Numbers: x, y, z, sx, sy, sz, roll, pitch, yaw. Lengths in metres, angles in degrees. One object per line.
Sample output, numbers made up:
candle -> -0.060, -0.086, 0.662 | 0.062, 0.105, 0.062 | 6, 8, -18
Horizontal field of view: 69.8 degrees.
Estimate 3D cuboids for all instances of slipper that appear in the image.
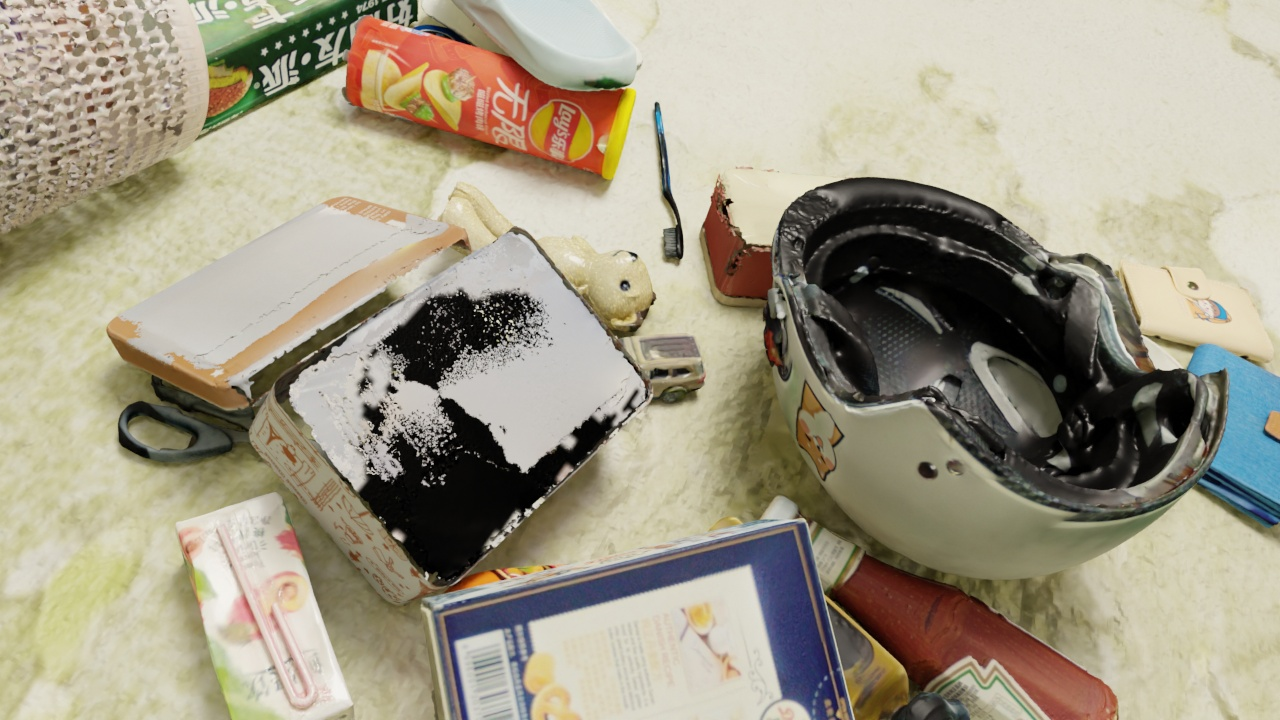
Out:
slipper -> -0.079, -0.286, 0.702 | 0.103, 0.074, 0.245 | -11, 48, -31

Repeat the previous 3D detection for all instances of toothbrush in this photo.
toothbrush -> 0.019, -0.149, 0.736 | 0.016, 0.014, 0.189 | -11, 51, 7

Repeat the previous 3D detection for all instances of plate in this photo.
plate -> -0.089, -0.302, 0.803 | 0.164, 0.034, 0.163 | 40, 45, 19

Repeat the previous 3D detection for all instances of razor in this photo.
razor -> 0.097, 0.148, 0.481 | 0.062, 0.068, 0.167 | -38, 69, -21

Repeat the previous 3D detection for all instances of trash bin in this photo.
trash bin -> -0.384, -0.177, 0.545 | 0.227, 0.228, 0.191 | 36, 40, 15

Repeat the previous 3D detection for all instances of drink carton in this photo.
drink carton -> -0.182, 0.128, 0.444 | 0.053, 0.046, 0.122 | -17, 58, -26

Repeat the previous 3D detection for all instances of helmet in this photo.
helmet -> 0.180, 0.021, 0.548 | 0.229, 0.157, 0.274 | -7, 40, -21

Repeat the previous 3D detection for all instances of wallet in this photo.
wallet -> 0.440, 0.051, 0.666 | 0.106, 0.040, 0.132 | 34, 53, 19
wallet -> 0.453, -0.045, 0.754 | 0.115, 0.024, 0.087 | 12, 49, -3

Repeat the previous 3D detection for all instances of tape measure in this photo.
tape measure -> -0.168, -0.257, 0.767 | 0.058, 0.025, 0.054 | -8, 49, -31

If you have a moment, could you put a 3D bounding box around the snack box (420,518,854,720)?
snack box -> 0.008, 0.176, 0.408 | 0.182, 0.046, 0.178 | -9, 81, -21

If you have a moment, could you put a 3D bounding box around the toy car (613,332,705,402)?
toy car -> -0.004, 0.003, 0.595 | 0.090, 0.035, 0.042 | -5, 53, -15

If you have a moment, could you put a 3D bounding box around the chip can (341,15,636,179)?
chip can -> -0.114, -0.202, 0.708 | 0.216, 0.073, 0.073 | 15, 50, 0

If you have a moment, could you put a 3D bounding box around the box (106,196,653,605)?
box -> -0.145, -0.006, 0.511 | 0.273, 0.126, 0.178 | 36, 51, 16

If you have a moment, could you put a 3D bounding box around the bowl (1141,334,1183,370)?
bowl -> 0.315, 0.033, 0.632 | 0.113, 0.062, 0.113 | 8, 50, -9

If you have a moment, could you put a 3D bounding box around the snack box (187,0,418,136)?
snack box -> -0.298, -0.275, 0.724 | 0.114, 0.063, 0.239 | 34, 52, 15

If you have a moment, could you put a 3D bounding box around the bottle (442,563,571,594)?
bottle -> -0.028, 0.132, 0.473 | 0.149, 0.067, 0.066 | -7, 54, -27

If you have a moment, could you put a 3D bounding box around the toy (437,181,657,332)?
toy -> -0.062, -0.069, 0.617 | 0.157, 0.066, 0.104 | 27, 33, -2

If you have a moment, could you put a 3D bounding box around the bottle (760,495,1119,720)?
bottle -> 0.154, 0.145, 0.507 | 0.206, 0.060, 0.059 | 33, 52, 14

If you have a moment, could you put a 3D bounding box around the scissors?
scissors -> -0.209, 0.055, 0.520 | 0.135, 0.014, 0.175 | -30, 67, -33

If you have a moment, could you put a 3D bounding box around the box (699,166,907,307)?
box -> 0.136, -0.095, 0.678 | 0.168, 0.080, 0.091 | 2, 53, -13
